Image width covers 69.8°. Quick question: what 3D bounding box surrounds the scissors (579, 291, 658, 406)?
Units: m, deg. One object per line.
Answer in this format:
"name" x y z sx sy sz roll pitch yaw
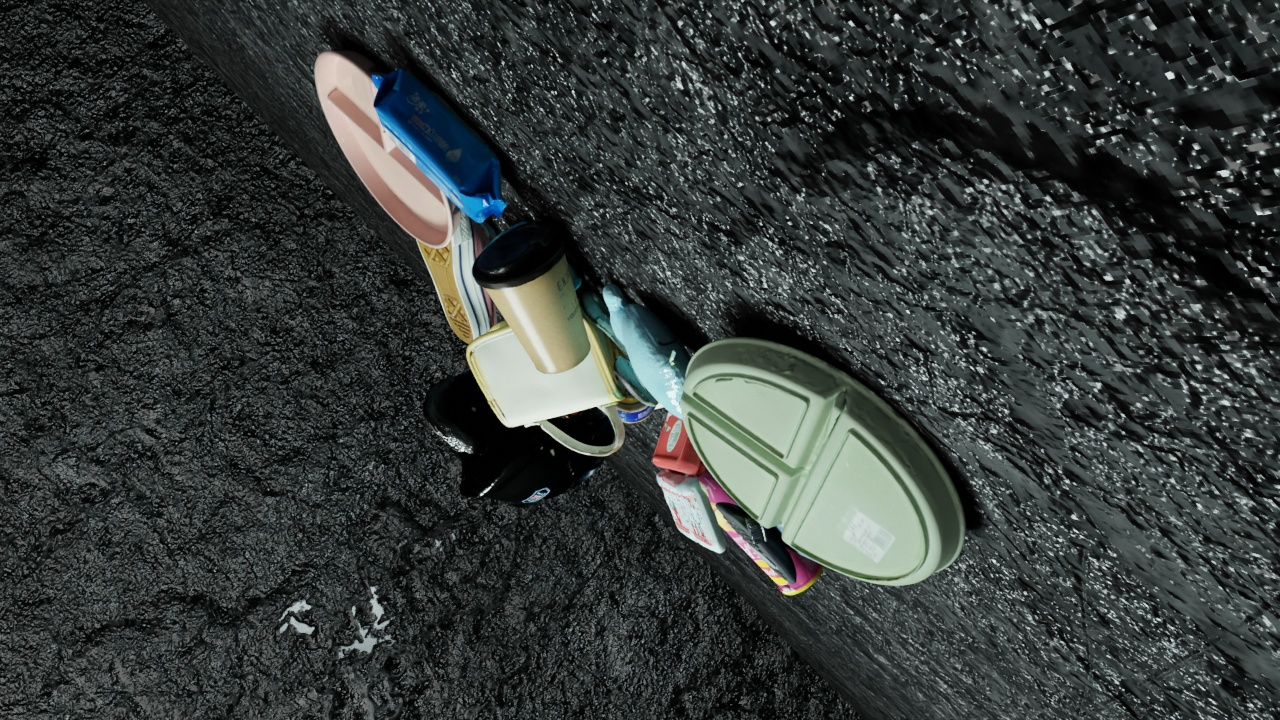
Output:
"scissors" -0.003 0.010 0.945 0.177 0.019 0.171 50 -169 -40

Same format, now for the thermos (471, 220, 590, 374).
"thermos" -0.099 -0.059 0.885 0.093 0.093 0.143 33 152 49

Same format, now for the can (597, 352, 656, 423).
"can" -0.042 0.009 1.070 0.148 0.074 0.049 42 167 13

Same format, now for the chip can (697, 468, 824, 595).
"chip can" 0.135 0.193 1.131 0.210 0.071 0.071 47 171 -13

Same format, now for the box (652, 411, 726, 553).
"box" 0.050 0.121 0.982 0.201 0.063 0.160 147 122 -81

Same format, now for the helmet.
"helmet" -0.140 0.071 1.206 0.230 0.274 0.234 25 142 -28

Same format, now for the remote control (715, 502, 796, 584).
"remote control" 0.117 0.173 0.886 0.053 0.024 0.136 30 164 50

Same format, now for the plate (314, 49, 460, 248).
"plate" -0.265 -0.224 0.975 0.229 0.028 0.230 39 153 24

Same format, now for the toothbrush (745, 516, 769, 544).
"toothbrush" 0.076 0.085 0.798 0.189 0.017 0.014 66 174 -22

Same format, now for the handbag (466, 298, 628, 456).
"handbag" -0.089 0.029 1.025 0.179 0.164 0.063 67 -152 -14

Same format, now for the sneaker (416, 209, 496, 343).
"sneaker" -0.207 -0.133 1.116 0.118 0.087 0.241 28 140 36

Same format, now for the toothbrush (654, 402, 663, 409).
"toothbrush" 0.020 0.052 1.167 0.029 0.020 0.190 15 173 -9

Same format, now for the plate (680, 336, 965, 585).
"plate" 0.117 0.078 0.650 0.230 0.027 0.231 35 153 20

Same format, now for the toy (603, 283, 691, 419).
"toy" 0.012 -0.008 0.829 0.161 0.050 0.156 56 177 7

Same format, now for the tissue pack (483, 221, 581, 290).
"tissue pack" -0.118 -0.100 0.984 0.093 0.050 0.133 45 171 -15

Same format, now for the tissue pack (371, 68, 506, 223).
"tissue pack" -0.175 -0.191 0.826 0.157 0.052 0.095 45 173 -6

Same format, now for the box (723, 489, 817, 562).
"box" 0.148 0.137 0.862 0.090 0.063 0.184 44 172 -5
